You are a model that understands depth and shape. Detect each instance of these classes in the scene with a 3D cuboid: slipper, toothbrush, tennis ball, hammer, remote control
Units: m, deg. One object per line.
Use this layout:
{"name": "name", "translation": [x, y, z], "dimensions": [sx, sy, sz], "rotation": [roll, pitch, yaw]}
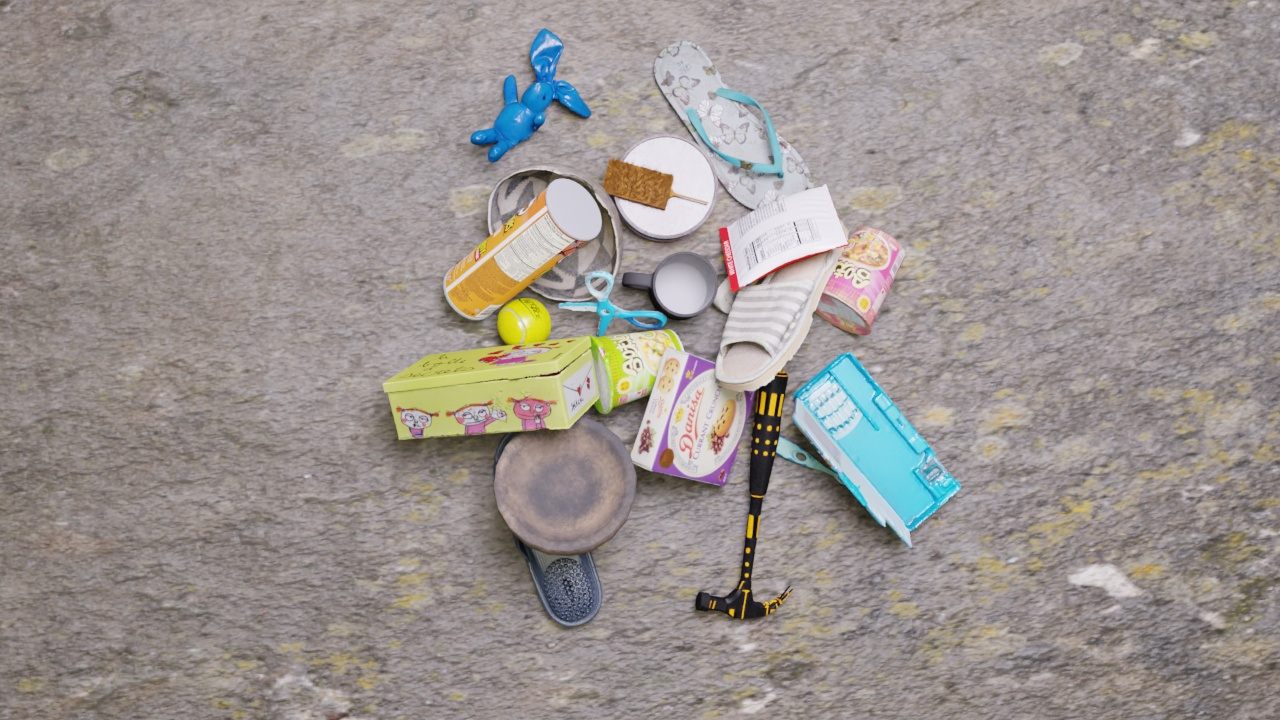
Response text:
{"name": "slipper", "translation": [-0.116, 0.207, 1.129], "dimensions": [0.101, 0.082, 0.263], "rotation": [-17, 91, 0]}
{"name": "slipper", "translation": [0.112, -0.286, 1.151], "dimensions": [0.098, 0.054, 0.269], "rotation": [-42, 91, 2]}
{"name": "toothbrush", "translation": [0.212, 0.127, 1.173], "dimensions": [0.135, 0.017, 0.022], "rotation": [28, 89, -2]}
{"name": "slipper", "translation": [0.167, -0.077, 1.094], "dimensions": [0.054, 0.115, 0.271], "rotation": [48, 58, -27]}
{"name": "tennis ball", "translation": [-0.144, -0.044, 1.134], "dimensions": [0.065, 0.065, 0.065], "rotation": [0, 90, -2]}
{"name": "hammer", "translation": [0.149, 0.168, 1.149], "dimensions": [0.123, 0.036, 0.320], "rotation": [6, 96, -14]}
{"name": "remote control", "translation": [0.138, -0.114, 1.160], "dimensions": [0.125, 0.038, 0.018], "rotation": [-50, 49, -2]}

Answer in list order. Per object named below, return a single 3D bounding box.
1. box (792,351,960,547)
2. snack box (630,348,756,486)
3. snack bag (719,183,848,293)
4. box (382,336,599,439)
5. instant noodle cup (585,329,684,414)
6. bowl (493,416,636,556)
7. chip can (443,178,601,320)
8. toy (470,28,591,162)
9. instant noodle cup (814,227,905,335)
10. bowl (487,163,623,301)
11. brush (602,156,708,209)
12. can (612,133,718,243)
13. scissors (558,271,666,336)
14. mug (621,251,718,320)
{"name": "box", "translation": [0.279, 0.121, 1.145], "dimensions": [0.227, 0.086, 0.169], "rotation": [50, 54, -2]}
{"name": "snack box", "translation": [0.068, 0.071, 1.113], "dimensions": [0.147, 0.041, 0.143], "rotation": [18, 90, -45]}
{"name": "snack bag", "translation": [0.167, -0.151, 1.106], "dimensions": [0.144, 0.130, 0.039], "rotation": [-22, 131, 16]}
{"name": "box", "translation": [-0.172, 0.032, 1.071], "dimensions": [0.221, 0.124, 0.083], "rotation": [-3, 105, 19]}
{"name": "instant noodle cup", "translation": [-0.007, 0.007, 1.123], "dimensions": [0.107, 0.099, 0.099], "rotation": [-13, 91, -21]}
{"name": "bowl", "translation": [-0.086, 0.149, 1.063], "dimensions": [0.162, 0.070, 0.162], "rotation": [1, 66, -1]}
{"name": "chip can", "translation": [-0.141, -0.124, 1.066], "dimensions": [0.216, 0.075, 0.075], "rotation": [-30, 92, 41]}
{"name": "toy", "translation": [-0.135, -0.309, 1.134], "dimensions": [0.113, 0.071, 0.176], "rotation": [40, 78, -4]}
{"name": "instant noodle cup", "translation": [0.271, -0.103, 1.142], "dimensions": [0.097, 0.098, 0.108], "rotation": [35, 80, -2]}
{"name": "bowl", "translation": [-0.090, -0.165, 1.113], "dimensions": [0.178, 0.081, 0.179], "rotation": [15, 127, 20]}
{"name": "brush", "translation": [0.018, -0.211, 1.118], "dimensions": [0.126, 0.017, 0.048], "rotation": [15, 90, -2]}
{"name": "can", "translation": [0.030, -0.215, 1.151], "dimensions": [0.130, 0.044, 0.130], "rotation": [0, 90, -2]}
{"name": "scissors", "translation": [-0.031, -0.063, 1.113], "dimensions": [0.139, 0.134, 0.011], "rotation": [11, 57, -6]}
{"name": "mug", "translation": [0.034, -0.093, 1.129], "dimensions": [0.113, 0.088, 0.078], "rotation": [8, 90, -2]}
